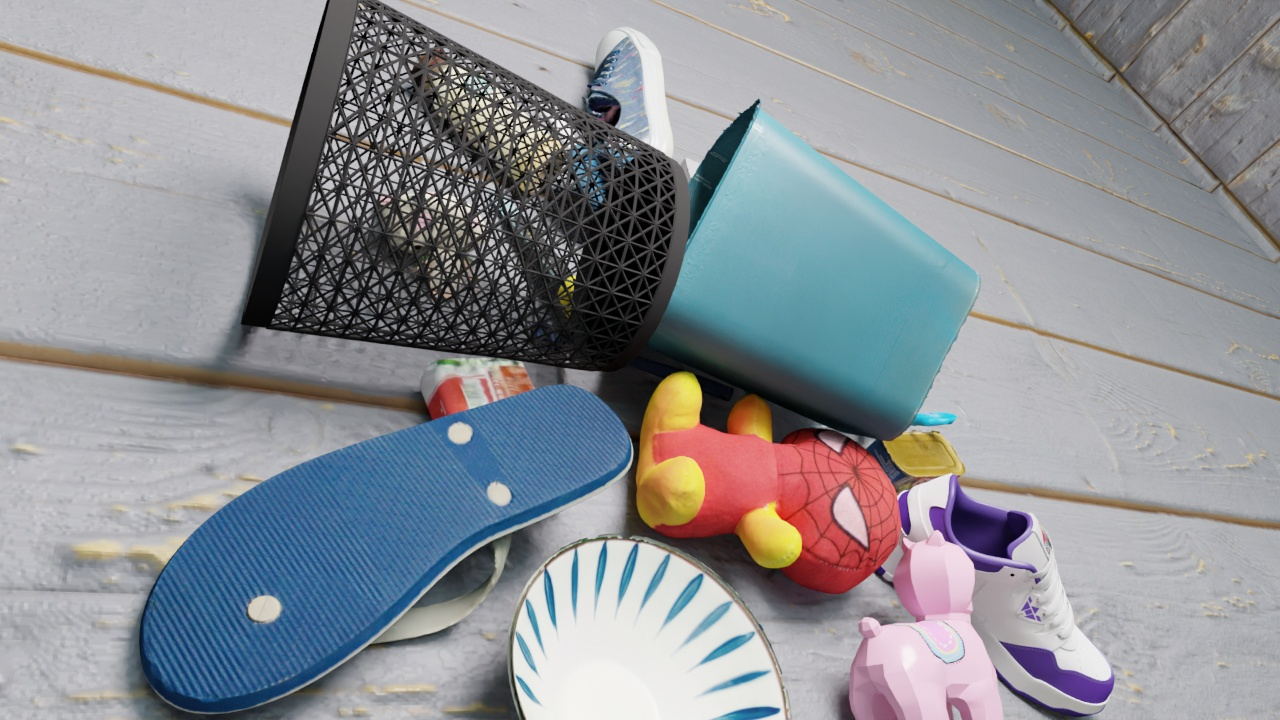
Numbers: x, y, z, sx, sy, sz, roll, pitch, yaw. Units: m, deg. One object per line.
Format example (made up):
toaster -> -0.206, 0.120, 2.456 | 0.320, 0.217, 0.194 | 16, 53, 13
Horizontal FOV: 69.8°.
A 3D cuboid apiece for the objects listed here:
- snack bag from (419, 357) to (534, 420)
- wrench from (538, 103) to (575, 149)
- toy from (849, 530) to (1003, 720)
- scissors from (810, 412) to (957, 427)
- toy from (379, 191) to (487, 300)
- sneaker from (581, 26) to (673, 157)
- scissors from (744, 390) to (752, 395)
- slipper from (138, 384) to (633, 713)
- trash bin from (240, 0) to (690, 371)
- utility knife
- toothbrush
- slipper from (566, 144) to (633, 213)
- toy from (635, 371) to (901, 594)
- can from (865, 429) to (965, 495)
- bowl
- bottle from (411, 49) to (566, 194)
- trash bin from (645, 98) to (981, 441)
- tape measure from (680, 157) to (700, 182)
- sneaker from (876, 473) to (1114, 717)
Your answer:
snack bag -> -0.098, 0.050, 0.629 | 0.076, 0.036, 0.116 | -2, 52, -40
wrench -> -0.038, -0.169, 0.923 | 0.047, 0.009, 0.273 | -6, 55, -42
toy -> 0.202, 0.202, 0.653 | 0.123, 0.067, 0.157 | 10, 66, -33
scissors -> 0.220, 0.057, 0.841 | 0.133, 0.127, 0.014 | -1, 85, -82
toy -> -0.164, -0.104, 0.731 | 0.087, 0.050, 0.112 | -2, 46, -39
sneaker -> -0.025, -0.290, 0.997 | 0.079, 0.088, 0.235 | 13, 47, -30
scissors -> 0.086, -0.012, 0.857 | 0.131, 0.011, 0.125 | 9, 45, -32
slipper -> -0.133, 0.096, 0.528 | 0.294, 0.060, 0.118 | -25, 63, -33
trash bin -> -0.112, -0.099, 0.617 | 0.243, 0.218, 0.216 | 15, 43, -24
utility knife -> -0.083, -0.089, 0.789 | 0.028, 0.020, 0.203 | 0, 44, -44
toothbrush -> -0.005, 0.004, 0.766 | 0.190, 0.016, 0.017 | 18, 49, -23
slipper -> 0.013, -0.158, 0.893 | 0.213, 0.059, 0.103 | 18, 37, -42
toy -> 0.097, 0.098, 0.683 | 0.216, 0.099, 0.147 | 21, 50, -18
can -> 0.236, 0.098, 0.822 | 0.099, 0.059, 0.054 | 3, 49, -36
bowl -> -0.006, 0.194, 0.525 | 0.177, 0.071, 0.177 | 22, 40, -19
bottle -> -0.144, -0.227, 0.862 | 0.162, 0.057, 0.056 | 42, 38, 6
trash bin -> 0.121, -0.054, 0.735 | 0.218, 0.199, 0.197 | 29, -4, -8
tape measure -> 0.076, -0.197, 1.032 | 0.060, 0.020, 0.062 | 16, 42, -25
sneaker -> 0.305, 0.181, 0.747 | 0.244, 0.111, 0.091 | 38, 38, 1
